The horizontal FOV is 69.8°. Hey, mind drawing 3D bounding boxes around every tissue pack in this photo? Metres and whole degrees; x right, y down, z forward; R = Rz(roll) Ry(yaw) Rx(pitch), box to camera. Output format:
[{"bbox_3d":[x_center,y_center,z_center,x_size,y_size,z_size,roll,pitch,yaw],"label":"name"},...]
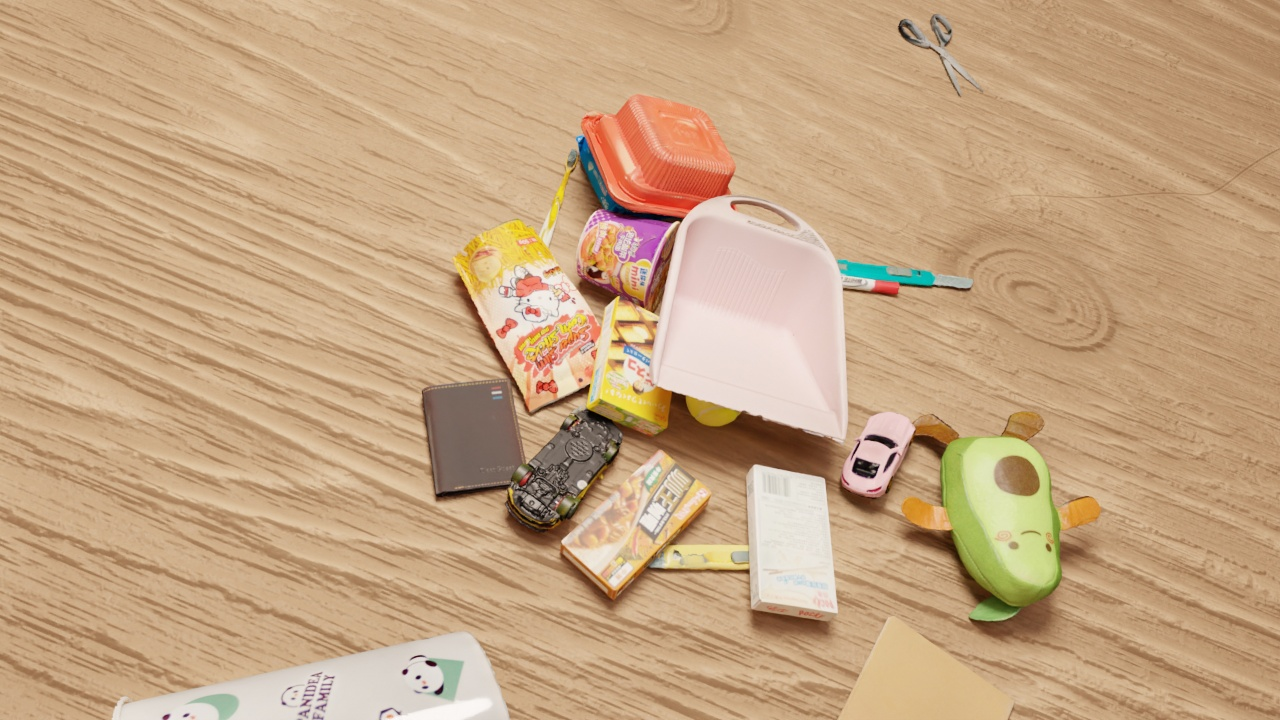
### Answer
[{"bbox_3d":[-0.015,-0.231,1.159,0.094,0.052,0.157,-13,63,-25],"label":"tissue pack"}]

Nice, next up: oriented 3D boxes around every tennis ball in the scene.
[{"bbox_3d":[0.083,0.040,1.011,0.065,0.066,0.065,6,58,-10],"label":"tennis ball"}]

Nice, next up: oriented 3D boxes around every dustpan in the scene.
[{"bbox_3d":[0.127,-0.066,1.004,0.222,0.139,0.273,15,30,-14],"label":"dustpan"}]

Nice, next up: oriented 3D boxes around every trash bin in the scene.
[{"bbox_3d":[-0.229,0.326,0.682,0.251,0.230,0.229,-11,62,-24],"label":"trash bin"}]

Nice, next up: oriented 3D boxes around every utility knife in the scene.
[{"bbox_3d":[0.085,0.205,0.945,0.165,0.018,0.030,0,53,-8],"label":"utility knife"},{"bbox_3d":[0.338,-0.112,1.193,0.205,0.013,0.029,5,59,-10],"label":"utility knife"}]

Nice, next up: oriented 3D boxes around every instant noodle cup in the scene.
[{"bbox_3d":[0.033,-0.245,1.089,0.188,0.079,0.164,1,51,-34],"label":"instant noodle cup"},{"bbox_3d":[-0.016,-0.122,1.068,0.099,0.112,0.111,19,57,10],"label":"instant noodle cup"}]

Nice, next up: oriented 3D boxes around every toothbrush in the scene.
[{"bbox_3d":[-0.104,-0.196,1.140,0.016,0.018,0.190,15,56,-2],"label":"toothbrush"}]

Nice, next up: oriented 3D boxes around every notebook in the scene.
[{"bbox_3d":[0.262,0.372,0.885,0.148,0.008,0.207,34,58,8],"label":"notebook"}]

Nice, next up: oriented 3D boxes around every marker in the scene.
[{"bbox_3d":[0.258,-0.100,1.165,0.145,0.017,0.017,6,58,-9],"label":"marker"}]

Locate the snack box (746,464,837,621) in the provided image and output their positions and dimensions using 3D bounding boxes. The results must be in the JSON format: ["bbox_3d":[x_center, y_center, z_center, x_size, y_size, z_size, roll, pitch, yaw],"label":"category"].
[{"bbox_3d":[0.155,0.186,0.950,0.084,0.027,0.156,12,52,-12],"label":"snack box"}]

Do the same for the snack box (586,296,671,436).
[{"bbox_3d":[-0.006,0.006,1.014,0.087,0.034,0.140,26,55,-23],"label":"snack box"}]

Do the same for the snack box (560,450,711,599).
[{"bbox_3d":[-0.003,0.165,0.935,0.075,0.026,0.153,38,57,19],"label":"snack box"}]

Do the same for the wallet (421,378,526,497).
[{"bbox_3d":[-0.173,0.079,0.959,0.096,0.020,0.122,-6,63,-17],"label":"wallet"}]

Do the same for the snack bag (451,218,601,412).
[{"bbox_3d":[-0.118,-0.053,1.032,0.128,0.073,0.208,-25,75,-25],"label":"snack bag"}]

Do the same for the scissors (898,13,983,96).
[{"bbox_3d":[0.479,-0.490,1.455,0.159,0.014,0.174,23,58,1],"label":"scissors"}]

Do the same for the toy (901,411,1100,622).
[{"bbox_3d":[0.390,0.155,0.998,0.227,0.090,0.246,-1,55,-2],"label":"toy"}]

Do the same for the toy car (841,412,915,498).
[{"bbox_3d":[0.265,0.102,1.023,0.056,0.037,0.122,17,52,28],"label":"toy car"}]

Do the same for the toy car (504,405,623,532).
[{"bbox_3d":[-0.075,0.110,0.946,0.071,0.041,0.155,33,48,8],"label":"toy car"}]
